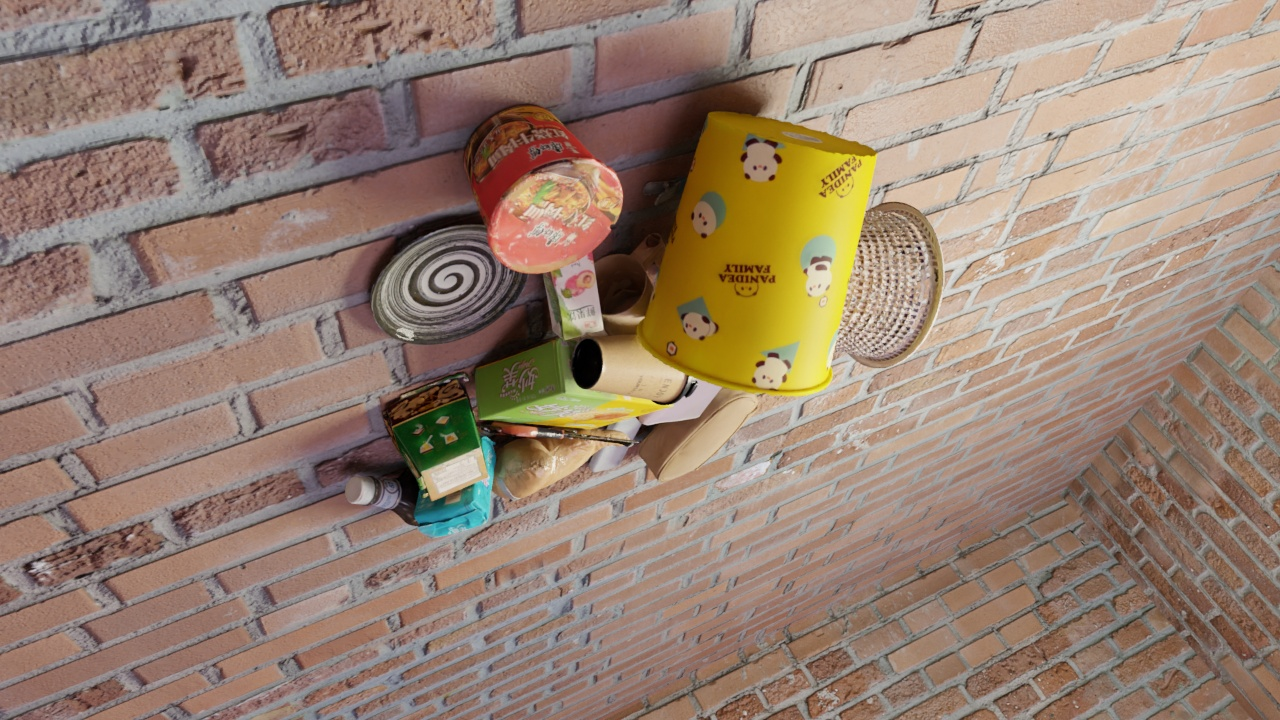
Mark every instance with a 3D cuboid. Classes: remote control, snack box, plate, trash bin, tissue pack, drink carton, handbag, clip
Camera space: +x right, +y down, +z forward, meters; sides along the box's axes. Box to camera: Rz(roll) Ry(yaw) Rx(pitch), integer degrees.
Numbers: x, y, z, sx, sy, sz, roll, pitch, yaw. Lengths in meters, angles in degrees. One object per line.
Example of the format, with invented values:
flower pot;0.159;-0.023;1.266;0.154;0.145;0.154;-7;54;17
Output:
remote control;-0.040;0.129;1.455;0.055;0.020;0.136;-9;143;-32
snack box;-0.082;0.036;1.175;0.158;0.070;0.209;-18;163;38
plate;-0.206;-0.085;0.998;0.179;0.024;0.180;-21;147;-15
trash bin;0.132;-0.124;1.007;0.229;0.230;0.256;-5;118;-37
tissue pack;-0.242;0.163;1.212;0.093;0.133;0.050;-15;134;16
drink carton;-0.080;-0.089;1.035;0.053;0.045;0.123;-17;116;-21
snack box;-0.247;0.104;1.153;0.117;0.105;0.118;-23;149;-16
handbag;0.074;-0.007;1.276;0.144;0.098;0.197;-14;147;-54
handbag;0.089;0.100;1.459;0.205;0.099;0.147;-47;153;25
clip;0.030;-0.196;1.055;0.056;0.026;0.024;-26;154;-35
trash bin;0.250;-0.107;1.211;0.192;0.227;0.228;3;136;-26

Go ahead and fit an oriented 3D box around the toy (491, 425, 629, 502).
toy;-0.120;0.134;1.316;0.144;0.082;0.225;-9;-172;44

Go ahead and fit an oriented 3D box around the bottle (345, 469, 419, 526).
bottle;-0.308;0.183;1.238;0.044;0.079;0.194;-31;151;26

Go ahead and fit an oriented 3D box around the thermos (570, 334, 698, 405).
thermos;-0.006;0.006;1.080;0.143;0.093;0.093;3;135;-41

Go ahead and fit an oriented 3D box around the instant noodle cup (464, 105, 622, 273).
instant noodle cup;-0.101;-0.168;0.886;0.137;0.108;0.138;-22;148;-15

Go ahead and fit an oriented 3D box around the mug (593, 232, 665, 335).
mug;-0.006;-0.084;1.130;0.124;0.084;0.103;-49;152;-8

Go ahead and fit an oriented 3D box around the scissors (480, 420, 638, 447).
scissors;-0.114;0.097;1.210;0.226;0.015;0.189;9;176;-31
